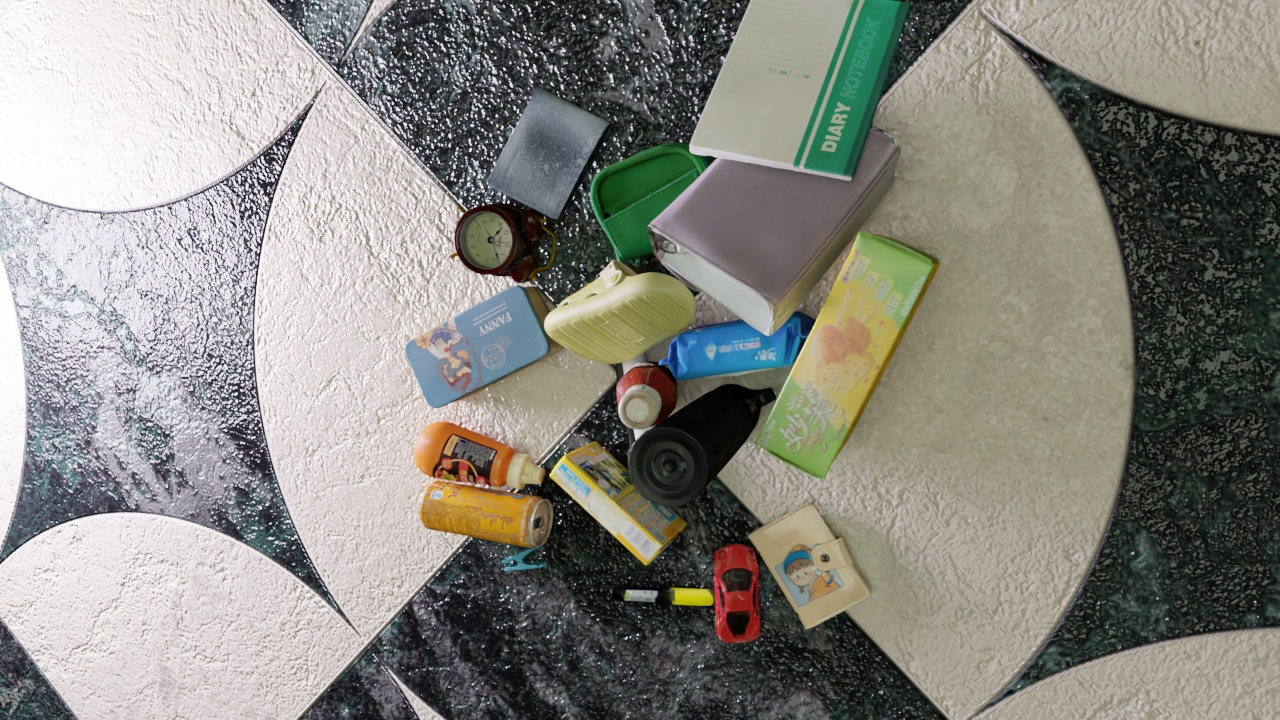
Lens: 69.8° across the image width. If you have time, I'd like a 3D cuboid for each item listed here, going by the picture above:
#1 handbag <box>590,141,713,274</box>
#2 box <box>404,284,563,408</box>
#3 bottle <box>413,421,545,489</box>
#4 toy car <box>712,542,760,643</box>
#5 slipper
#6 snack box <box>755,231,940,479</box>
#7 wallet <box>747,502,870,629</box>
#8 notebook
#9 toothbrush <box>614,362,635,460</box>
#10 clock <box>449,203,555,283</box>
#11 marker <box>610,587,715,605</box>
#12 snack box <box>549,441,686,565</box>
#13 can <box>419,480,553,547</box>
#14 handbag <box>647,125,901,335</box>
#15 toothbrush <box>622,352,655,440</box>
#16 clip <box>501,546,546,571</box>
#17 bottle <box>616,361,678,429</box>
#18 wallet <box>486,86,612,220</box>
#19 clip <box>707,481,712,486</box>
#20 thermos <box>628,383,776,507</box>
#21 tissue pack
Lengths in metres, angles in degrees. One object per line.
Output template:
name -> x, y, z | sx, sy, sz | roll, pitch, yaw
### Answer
handbag -> 0.020, -0.157, 0.938 | 0.131, 0.067, 0.120 | -15, 99, 19
box -> -0.169, -0.018, 1.024 | 0.185, 0.059, 0.090 | -28, 88, 22
bottle -> -0.180, 0.115, 1.047 | 0.149, 0.066, 0.067 | 14, 101, 11
toy car -> 0.101, 0.245, 0.967 | 0.049, 0.031, 0.106 | -2, 94, -2
slipper -> -0.014, -0.055, 0.924 | 0.091, 0.081, 0.191 | 38, 145, -27
snack box -> 0.194, -0.011, 0.840 | 0.070, 0.157, 0.210 | 28, 105, 15
wallet -> 0.177, 0.210, 0.948 | 0.087, 0.024, 0.115 | -34, 84, 25
notebook -> 0.149, -0.262, 0.844 | 0.150, 0.012, 0.208 | 15, 68, 17
toothbrush -> -0.018, 0.033, 0.999 | 0.014, 0.016, 0.189 | -7, 93, 17
clock -> -0.147, -0.129, 1.003 | 0.122, 0.055, 0.082 | 14, 101, 16
marker -> 0.024, 0.259, 1.014 | 0.124, 0.015, 0.018 | -4, 101, 23
snack box -> -0.022, 0.148, 0.976 | 0.140, 0.086, 0.034 | 43, 108, 10
can -> -0.177, 0.175, 1.051 | 0.146, 0.058, 0.058 | 6, 99, 19
handbag -> 0.123, -0.141, 0.848 | 0.145, 0.098, 0.196 | 37, 78, 16
toothbrush -> -0.006, 0.006, 0.985 | 0.026, 0.026, 0.221 | -5, 96, 53
clip -> -0.136, 0.233, 1.068 | 0.056, 0.013, 0.039 | -20, 89, 21
bottle -> 0.004, 0.035, 0.868 | 0.060, 0.206, 0.060 | 0, 94, 4
wallet -> -0.099, -0.221, 0.981 | 0.097, 0.019, 0.121 | 30, 91, 16
clip -> 0.054, 0.114, 0.981 | 0.058, 0.045, 0.027 | 43, 105, 1
thermos -> 0.067, 0.063, 0.849 | 0.090, 0.242, 0.068 | -35, 87, 21
tissue pack -> 0.102, -0.014, 0.908 | 0.157, 0.094, 0.052 | -9, 95, 19
